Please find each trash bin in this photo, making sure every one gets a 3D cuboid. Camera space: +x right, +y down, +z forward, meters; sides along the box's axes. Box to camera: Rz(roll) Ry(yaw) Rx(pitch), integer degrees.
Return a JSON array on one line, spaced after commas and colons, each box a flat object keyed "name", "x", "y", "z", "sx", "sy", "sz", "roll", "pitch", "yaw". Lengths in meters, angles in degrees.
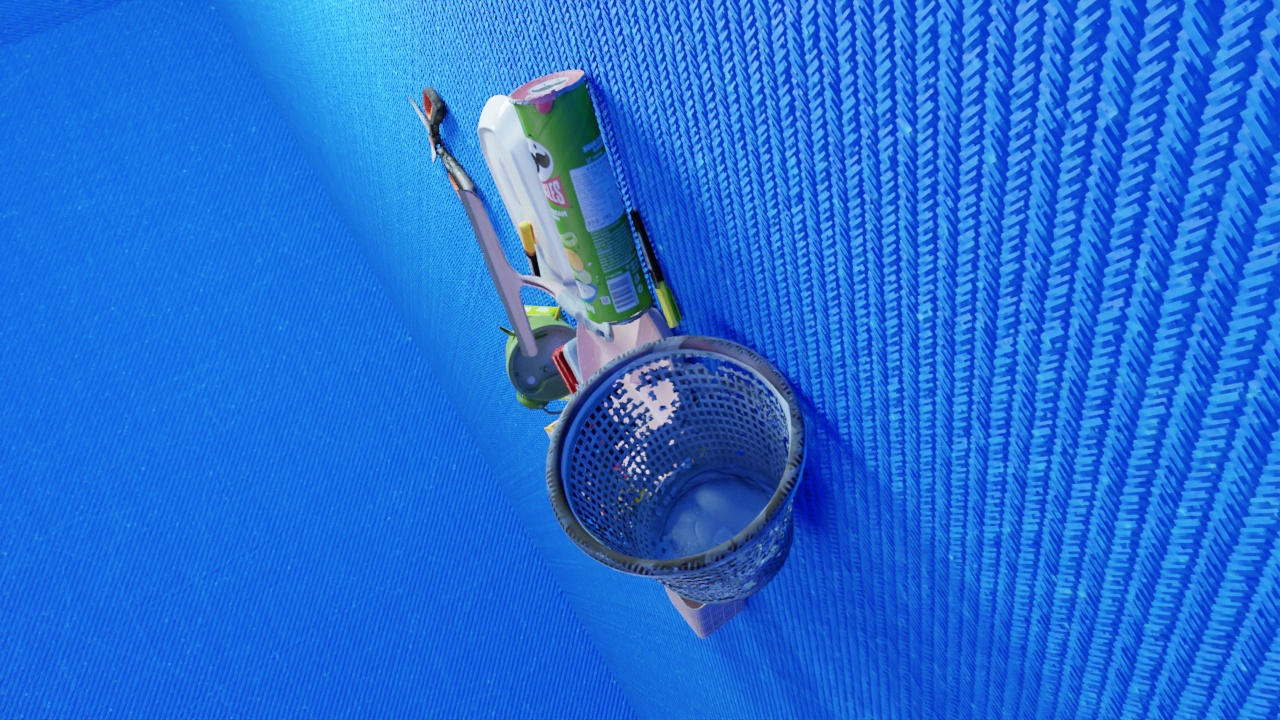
[{"name": "trash bin", "x": 0.052, "y": 0.121, "z": 0.844, "sx": 0.226, "sy": 0.226, "sz": 0.195, "roll": 46, "pitch": 171, "yaw": 36}]

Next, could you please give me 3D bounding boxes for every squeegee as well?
[{"name": "squeegee", "x": -0.096, "y": -0.071, "z": 1.062, "sx": 0.250, "sy": 0.040, "sz": 0.248, "roll": 29, "pitch": 144, "yaw": 46}]

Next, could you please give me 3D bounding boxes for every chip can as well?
[{"name": "chip can", "x": -0.051, "y": -0.147, "z": 0.866, "sx": 0.072, "sy": 0.072, "sz": 0.236, "roll": 34, "pitch": 148, "yaw": 54}]

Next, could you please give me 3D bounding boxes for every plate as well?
[{"name": "plate", "x": -0.128, "y": -0.183, "z": 1.093, "sx": 0.162, "sy": 0.034, "sz": 0.266, "roll": 29, "pitch": 146, "yaw": 58}, {"name": "plate", "x": -0.007, "y": 0.024, "z": 1.018, "sx": 0.229, "sy": 0.028, "sz": 0.230, "roll": 38, "pitch": 136, "yaw": 49}]

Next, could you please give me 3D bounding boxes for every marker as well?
[{"name": "marker", "x": -0.130, "y": -0.126, "z": 1.109, "sx": 0.018, "sy": 0.015, "sz": 0.124, "roll": 49, "pitch": 162, "yaw": 26}, {"name": "marker", "x": 0.015, "y": -0.089, "z": 0.890, "sx": 0.018, "sy": 0.015, "sz": 0.124, "roll": -126, "pitch": 14, "yaw": -70}]

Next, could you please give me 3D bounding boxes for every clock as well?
[{"name": "clock", "x": -0.127, "y": 0.008, "z": 1.273, "sx": 0.056, "sy": 0.116, "sz": 0.161, "roll": -127, "pitch": 18, "yaw": -58}]

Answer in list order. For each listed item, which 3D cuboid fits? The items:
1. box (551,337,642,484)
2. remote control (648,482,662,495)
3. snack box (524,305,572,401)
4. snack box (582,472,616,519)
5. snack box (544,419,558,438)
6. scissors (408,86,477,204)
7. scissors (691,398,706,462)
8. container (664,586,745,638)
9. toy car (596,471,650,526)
[{"name": "box", "x": -0.052, "y": 0.068, "z": 1.181, "sx": 0.103, "sy": 0.100, "sz": 0.201, "roll": -27, "pitch": 94, "yaw": 35}, {"name": "remote control", "x": 0.028, "y": 0.180, "z": 1.274, "sx": 0.150, "sy": 0.021, "sz": 0.058, "roll": 56, "pitch": 162, "yaw": 13}, {"name": "snack box", "x": -0.132, "y": -0.009, "z": 1.344, "sx": 0.086, "sy": 0.026, "sz": 0.156, "roll": 4, "pitch": 128, "yaw": 35}, {"name": "snack box", "x": -0.041, "y": 0.193, "z": 1.391, "sx": 0.092, "sy": 0.077, "sz": 0.094, "roll": 57, "pitch": 162, "yaw": 10}, {"name": "snack box", "x": -0.081, "y": 0.088, "z": 1.316, "sx": 0.034, "sy": 0.086, "sz": 0.140, "roll": 61, "pitch": 163, "yaw": -7}, {"name": "scissors", "x": -0.294, "y": -0.321, "z": 1.357, "sx": 0.221, "sy": 0.021, "sz": 0.234, "roll": 62, "pitch": 163, "yaw": 7}, {"name": "scissors", "x": 0.061, "y": 0.080, "z": 1.006, "sx": 0.170, "sy": 0.019, "sz": 0.181, "roll": 57, "pitch": 155, "yaw": 4}, {"name": "container", "x": 0.084, "y": 0.297, "z": 1.206, "sx": 0.090, "sy": 0.089, "sz": 0.111, "roll": 46, "pitch": 162, "yaw": 36}, {"name": "toy car", "x": -0.008, "y": 0.196, "z": 1.321, "sx": 0.156, "sy": 0.071, "sz": 0.041, "roll": 55, "pitch": 166, "yaw": 8}]
